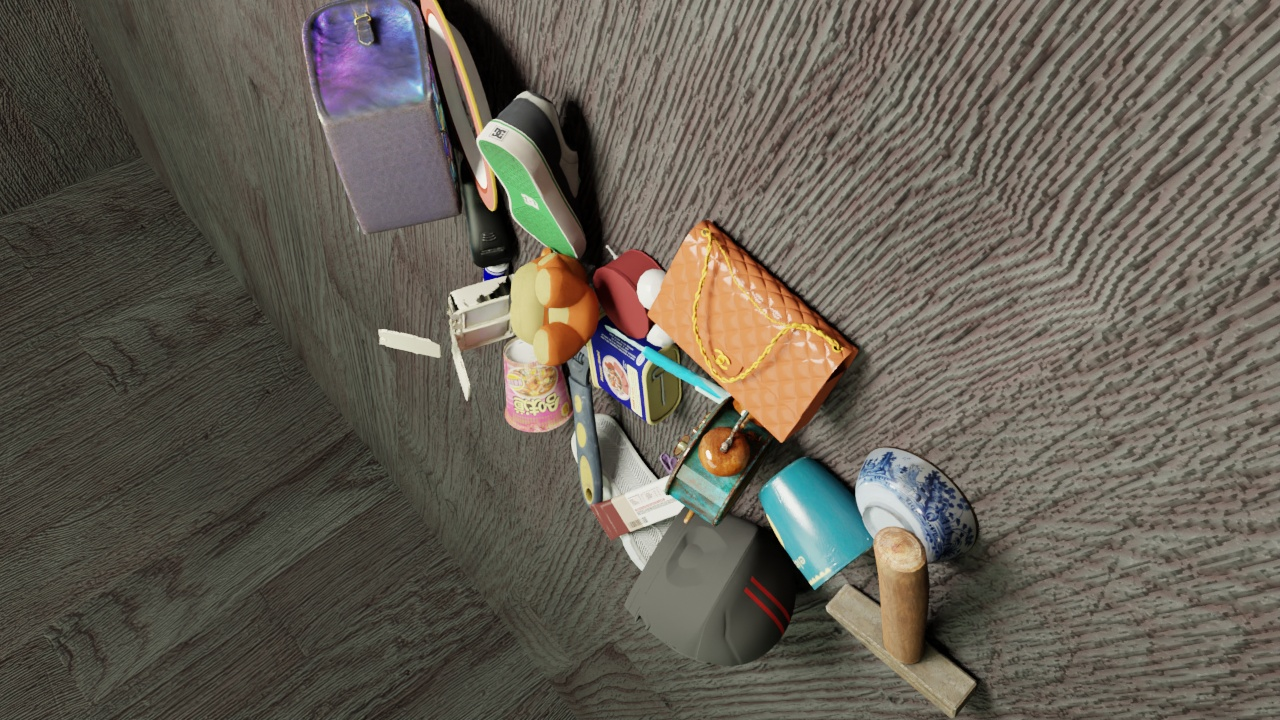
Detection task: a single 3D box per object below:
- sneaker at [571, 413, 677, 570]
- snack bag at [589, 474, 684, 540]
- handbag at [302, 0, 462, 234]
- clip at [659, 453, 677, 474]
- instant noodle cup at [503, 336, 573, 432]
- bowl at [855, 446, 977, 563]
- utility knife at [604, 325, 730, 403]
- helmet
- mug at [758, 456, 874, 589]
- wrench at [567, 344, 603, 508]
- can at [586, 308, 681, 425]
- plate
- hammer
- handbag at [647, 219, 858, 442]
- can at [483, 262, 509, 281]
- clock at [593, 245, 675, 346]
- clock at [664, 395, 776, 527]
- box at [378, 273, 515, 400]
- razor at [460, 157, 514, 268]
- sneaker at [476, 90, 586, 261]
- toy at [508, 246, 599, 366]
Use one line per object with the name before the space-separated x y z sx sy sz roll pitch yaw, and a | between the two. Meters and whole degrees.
sneaker | -0.017 0.185 1.236 0.242 0.089 0.091 60 160 3
snack bag | 0.013 0.178 1.147 0.158 0.013 0.057 -26 104 25
handbag | -0.282 -0.275 1.024 0.205 0.125 0.221 86 168 -53
clip | 0.042 0.139 1.153 0.035 0.013 0.052 21 142 52
instant noodle cup | -0.144 0.026 1.249 0.098 0.097 0.109 32 139 39
bowl | 0.225 0.133 0.786 0.114 0.045 0.114 40 152 27
utility knife | 0.028 0.004 0.937 0.151 0.015 0.022 31 159 -5
helmet | 0.089 0.263 1.047 0.170 0.164 0.265 31 160 10
mug | 0.169 0.152 0.882 0.104 0.084 0.112 53 -176 18
wrench | -0.072 0.061 1.147 0.073 0.022 0.273 10 114 37
can | -0.006 0.006 1.016 0.092 0.056 0.116 36 149 32
plate | -0.181 -0.270 0.957 0.230 0.021 0.230 160 90 -78
hammer | 0.229 0.219 0.821 0.158 0.037 0.301 37 163 32
handbag | 0.091 -0.026 0.791 0.172 0.060 0.109 44 135 20
can | -0.194 -0.108 1.225 0.032 0.032 0.095 48 154 14
clock | 0.002 -0.063 0.928 0.124 0.044 0.087 32 147 39
clock | 0.080 0.085 0.890 0.073 0.121 0.158 34 140 13
box | -0.233 -0.014 1.195 0.144 0.192 0.106 111 138 -68
razor | -0.193 -0.182 1.122 0.067 0.054 0.152 -116 15 -54
sneaker | -0.088 -0.179 0.923 0.084 0.079 0.235 28 165 19
toy | -0.090 -0.059 0.961 0.176 0.096 0.112 -93 6 -77
